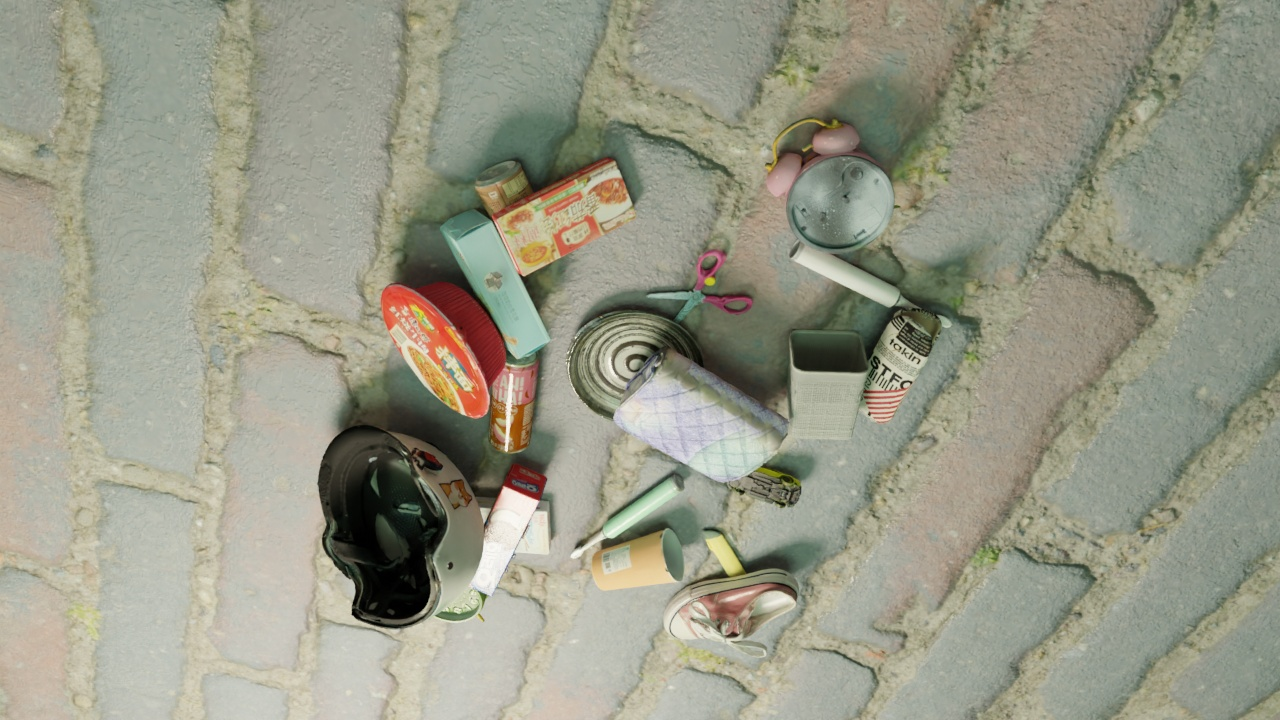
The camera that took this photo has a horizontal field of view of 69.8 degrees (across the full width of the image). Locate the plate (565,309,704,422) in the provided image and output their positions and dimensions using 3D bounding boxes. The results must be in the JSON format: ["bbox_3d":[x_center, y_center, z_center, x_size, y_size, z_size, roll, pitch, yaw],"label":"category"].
[{"bbox_3d":[-0.007,0.007,1.186,0.179,0.024,0.180,2,125,2],"label":"plate"}]

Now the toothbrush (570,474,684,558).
[{"bbox_3d":[-0.024,0.232,1.332,0.225,0.027,0.026,-39,99,25],"label":"toothbrush"}]

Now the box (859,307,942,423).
[{"bbox_3d":[0.319,-0.001,1.139,0.075,0.083,0.164,37,140,23],"label":"box"}]

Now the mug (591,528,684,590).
[{"bbox_3d":[-0.006,0.298,1.347,0.123,0.078,0.078,-17,120,20],"label":"mug"}]

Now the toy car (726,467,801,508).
[{"bbox_3d":[0.171,0.169,1.273,0.105,0.032,0.048,15,124,8],"label":"toy car"}]

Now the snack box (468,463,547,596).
[{"bbox_3d":[-0.196,0.244,1.303,0.058,0.057,0.208,24,120,-6],"label":"snack box"}]

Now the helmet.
[{"bbox_3d":[-0.308,0.217,1.250,0.231,0.274,0.156,-42,156,27],"label":"helmet"}]

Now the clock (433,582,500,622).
[{"bbox_3d":[-0.303,0.343,1.408,0.161,0.056,0.116,19,121,-8],"label":"clock"}]

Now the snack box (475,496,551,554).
[{"bbox_3d":[-0.211,0.242,1.353,0.157,0.026,0.085,3,122,2],"label":"snack box"}]

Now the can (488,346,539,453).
[{"bbox_3d":[-0.167,0.050,1.206,0.058,0.057,0.147,9,123,-2],"label":"can"}]

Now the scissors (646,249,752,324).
[{"bbox_3d":[0.078,-0.078,1.130,0.130,0.017,0.134,26,126,-15],"label":"scissors"}]

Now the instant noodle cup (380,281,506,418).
[{"bbox_3d":[-0.231,-0.025,1.120,0.194,0.065,0.194,32,145,26],"label":"instant noodle cup"}]

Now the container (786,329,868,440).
[{"bbox_3d":[0.228,0.034,1.147,0.090,0.090,0.114,2,126,4],"label":"container"}]

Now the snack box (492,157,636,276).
[{"bbox_3d":[-0.085,-0.163,1.039,0.152,0.025,0.075,-29,119,-12],"label":"snack box"}]

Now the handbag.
[{"bbox_3d":[0.073,0.069,1.154,0.194,0.075,0.135,31,141,-15],"label":"handbag"}]

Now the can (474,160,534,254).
[{"bbox_3d":[-0.143,-0.167,1.061,0.058,0.058,0.116,-16,120,14],"label":"can"}]

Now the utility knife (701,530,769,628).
[{"bbox_3d":[0.149,0.334,1.389,0.031,0.022,0.221,-19,114,21],"label":"utility knife"}]

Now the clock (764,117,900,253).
[{"bbox_3d":[0.208,-0.196,1.015,0.117,0.059,0.158,-32,117,24],"label":"clock"}]

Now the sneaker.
[{"bbox_3d":[0.127,0.385,1.371,0.242,0.087,0.118,-26,116,32],"label":"sneaker"}]

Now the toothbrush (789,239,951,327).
[{"bbox_3d":[0.279,-0.087,1.100,0.221,0.026,0.027,24,96,-11],"label":"toothbrush"}]

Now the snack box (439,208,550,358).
[{"bbox_3d":[-0.173,-0.091,1.096,0.051,0.074,0.175,-31,120,-12],"label":"snack box"}]
